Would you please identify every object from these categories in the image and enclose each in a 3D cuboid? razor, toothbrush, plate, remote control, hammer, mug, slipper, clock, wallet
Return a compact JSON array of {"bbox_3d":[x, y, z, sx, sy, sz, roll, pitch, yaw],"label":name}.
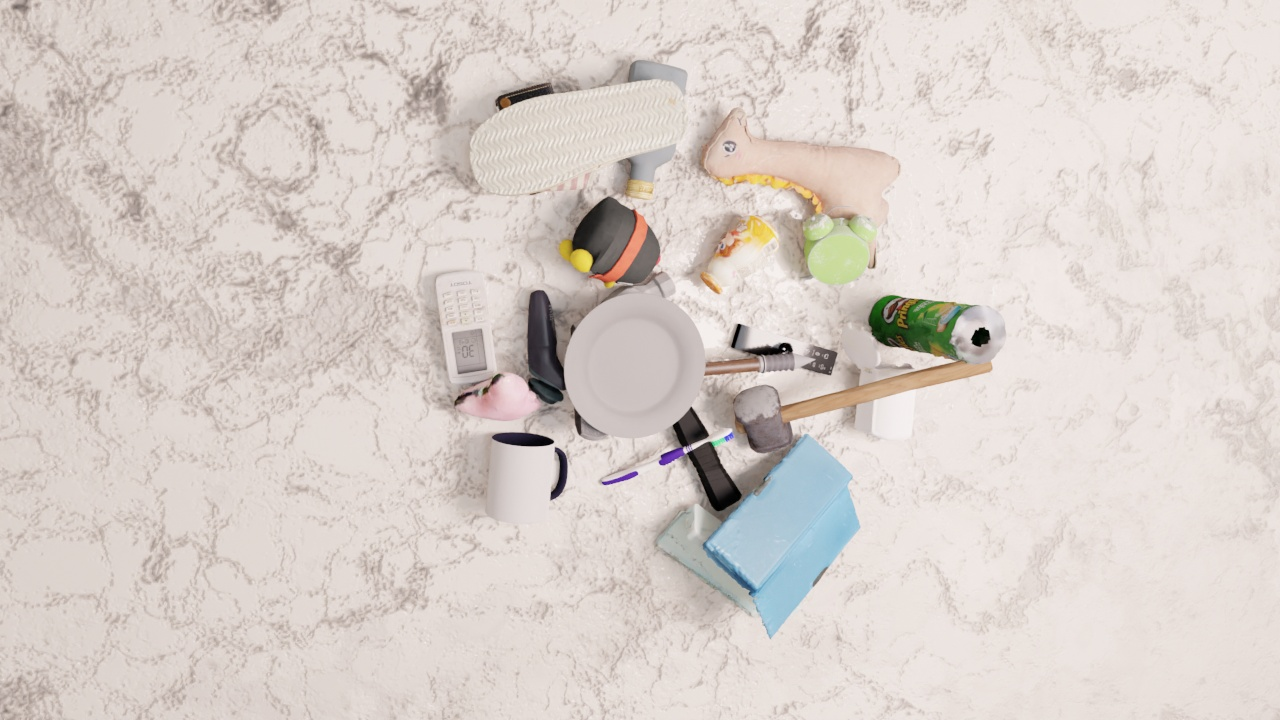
[{"bbox_3d":[-0.119,-0.017,1.147,0.052,0.047,0.143,-2,97,11],"label":"razor"},{"bbox_3d":[0.034,0.127,1.191,0.187,0.015,0.016,-24,114,13],"label":"toothbrush"},{"bbox_3d":[-0.007,0.006,1.111,0.178,0.012,0.178,-3,101,-17],"label":"plate"},{"bbox_3d":[0.196,-0.014,1.240,0.150,0.013,0.034,15,95,-16],"label":"remote control"},{"bbox_3d":[0.045,0.052,1.202,0.131,0.039,0.328,-30,105,-7],"label":"hammer"},{"bbox_3d":[-0.138,0.145,1.155,0.111,0.079,0.097,-1,100,-43],"label":"mug"},{"bbox_3d":[-0.072,-0.262,1.089,0.263,0.052,0.115,-17,100,-4],"label":"slipper"},{"bbox_3d":[0.281,0.044,1.176,0.329,0.052,0.098,-16,142,13],"label":"hammer"},{"bbox_3d":[0.255,-0.146,1.186,0.094,0.042,0.119,0,128,2],"label":"clock"},{"bbox_3d":[-0.125,-0.268,1.115,0.072,0.019,0.123,-19,103,-11],"label":"wallet"},{"bbox_3d":[0.071,0.012,1.162,0.322,0.043,0.156,-5,102,-14],"label":"hammer"},{"bbox_3d":[-0.214,-0.040,1.126,0.060,0.025,0.138,-8,101,-13],"label":"remote control"}]

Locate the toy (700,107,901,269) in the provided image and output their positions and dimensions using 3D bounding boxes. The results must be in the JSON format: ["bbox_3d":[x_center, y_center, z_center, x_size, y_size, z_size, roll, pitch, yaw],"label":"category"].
[{"bbox_3d":[0.205,-0.219,1.187,0.264,0.065,0.196,2,108,-9],"label":"toy"}]

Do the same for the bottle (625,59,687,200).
[{"bbox_3d":[0.011,-0.281,1.134,0.072,0.046,0.161,8,97,-15],"label":"bottle"}]

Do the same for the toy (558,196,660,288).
[{"bbox_3d":[-0.024,-0.137,1.124,0.119,0.097,0.100,29,97,-25],"label":"toy"}]

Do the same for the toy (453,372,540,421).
[{"bbox_3d":[-0.167,0.047,1.127,0.093,0.103,0.050,18,58,-41],"label":"toy"}]

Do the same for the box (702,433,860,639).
[{"bbox_3d":[0.204,0.226,1.206,0.231,0.066,0.173,-42,101,-31],"label":"box"}]

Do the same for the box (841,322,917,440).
[{"bbox_3d":[0.321,0.028,1.240,0.118,0.084,0.160,3,97,-22],"label":"box"}]

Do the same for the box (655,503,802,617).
[{"bbox_3d":[0.116,0.284,1.248,0.199,0.085,0.096,40,115,-15],"label":"box"}]

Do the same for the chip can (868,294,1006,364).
[{"bbox_3d":[0.373,-0.042,1.171,0.075,0.223,0.075,-1,97,-12],"label":"chip can"}]

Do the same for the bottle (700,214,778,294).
[{"bbox_3d":[0.126,-0.134,1.177,0.108,0.063,0.063,-46,106,-5],"label":"bottle"}]
